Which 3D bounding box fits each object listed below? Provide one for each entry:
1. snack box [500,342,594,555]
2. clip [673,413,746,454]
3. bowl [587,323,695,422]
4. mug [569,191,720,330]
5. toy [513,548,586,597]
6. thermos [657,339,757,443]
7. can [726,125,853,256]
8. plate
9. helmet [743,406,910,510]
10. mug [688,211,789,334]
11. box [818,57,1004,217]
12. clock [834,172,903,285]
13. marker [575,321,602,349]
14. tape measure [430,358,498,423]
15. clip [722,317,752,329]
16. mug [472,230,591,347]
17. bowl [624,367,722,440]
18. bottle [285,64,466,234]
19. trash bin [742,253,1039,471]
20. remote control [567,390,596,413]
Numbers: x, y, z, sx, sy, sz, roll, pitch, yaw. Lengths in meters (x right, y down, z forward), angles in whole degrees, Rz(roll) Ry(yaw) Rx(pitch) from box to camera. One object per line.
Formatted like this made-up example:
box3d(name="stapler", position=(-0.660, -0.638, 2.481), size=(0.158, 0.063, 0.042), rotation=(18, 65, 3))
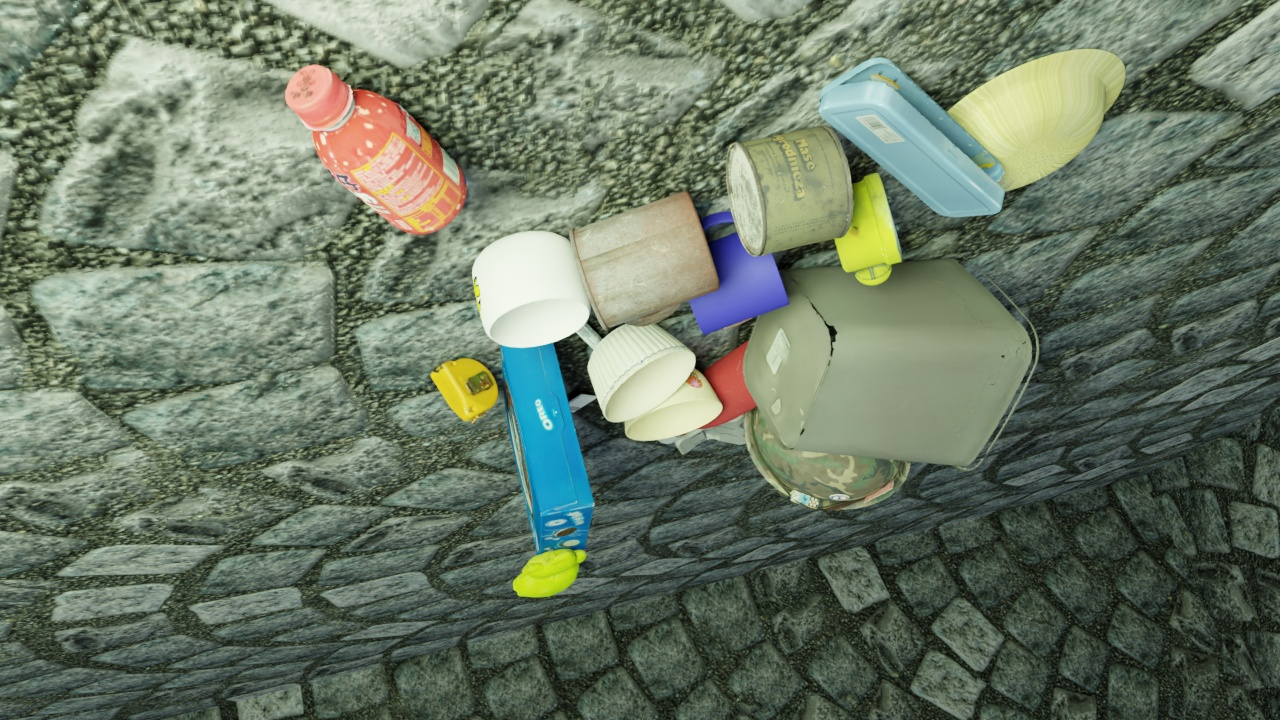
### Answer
box3d(name="snack box", position=(-0.104, 0.102, 0.991), size=(0.056, 0.195, 0.239), rotation=(-11, 157, -12))
box3d(name="clip", position=(0.113, 0.088, 1.272), size=(0.150, 0.089, 0.125), rotation=(-27, 155, 1))
box3d(name="bowl", position=(-0.006, 0.006, 0.977), size=(0.115, 0.062, 0.115), rotation=(-29, 156, -15))
box3d(name="mug", position=(0.009, -0.074, 0.778), size=(0.110, 0.096, 0.123), rotation=(-15, 144, 8))
box3d(name="toy", position=(-0.098, 0.228, 0.989), size=(0.094, 0.036, 0.093), rotation=(-22, 151, 5))
box3d(name="thermos", position=(0.098, 0.043, 1.147), size=(0.073, 0.073, 0.241), rotation=(5, 151, -41))
box3d(name="can", position=(0.116, -0.133, 0.722), size=(0.074, 0.089, 0.090), rotation=(-13, 158, -7))
box3d(name="plate", position=(0.336, -0.191, 0.802), size=(0.184, 0.036, 0.185), rotation=(-13, 158, -6))
box3d(name="helmet", position=(0.244, 0.096, 1.186), size=(0.224, 0.192, 0.236), rotation=(32, 175, -12))
box3d(name="mug", position=(0.080, -0.086, 0.841), size=(0.083, 0.079, 0.111), rotation=(-20, 129, 9))
box3d(name="box", position=(0.223, -0.178, 0.737), size=(0.209, 0.052, 0.067), rotation=(24, 166, -40))
box3d(name="clock", position=(0.205, -0.116, 0.832), size=(0.057, 0.083, 0.119), rotation=(-16, 155, 15))
box3d(name="marker", position=(-0.054, -0.027, 0.955), size=(0.017, 0.017, 0.146), rotation=(-20, 157, 10))
box3d(name="tape measure", position=(-0.174, 0.028, 0.942), size=(0.030, 0.068, 0.058), rotation=(-34, 177, 34))
box3d(name="clip", position=(0.098, -0.051, 0.996), size=(0.049, 0.026, 0.061), rotation=(-7, 164, -10))
box3d(name="mug", position=(-0.093, -0.057, 0.791), size=(0.094, 0.068, 0.116), rotation=(-14, 158, -5))
box3d(name="bowl", position=(0.030, 0.038, 1.089), size=(0.118, 0.074, 0.118), rotation=(-13, 158, -6))
box3d(name="bottle", position=(-0.166, -0.133, 0.575), size=(0.062, 0.062, 0.137), rotation=(-20, 156, 11))
box3d(name="trash bin", position=(0.248, 0.000, 0.971), size=(0.220, 0.197, 0.198), rotation=(0, 127, -19))
box3d(name="remote control", position=(-0.106, 0.067, 1.147), size=(0.124, 0.011, 0.028), rotation=(-32, 153, 34))
